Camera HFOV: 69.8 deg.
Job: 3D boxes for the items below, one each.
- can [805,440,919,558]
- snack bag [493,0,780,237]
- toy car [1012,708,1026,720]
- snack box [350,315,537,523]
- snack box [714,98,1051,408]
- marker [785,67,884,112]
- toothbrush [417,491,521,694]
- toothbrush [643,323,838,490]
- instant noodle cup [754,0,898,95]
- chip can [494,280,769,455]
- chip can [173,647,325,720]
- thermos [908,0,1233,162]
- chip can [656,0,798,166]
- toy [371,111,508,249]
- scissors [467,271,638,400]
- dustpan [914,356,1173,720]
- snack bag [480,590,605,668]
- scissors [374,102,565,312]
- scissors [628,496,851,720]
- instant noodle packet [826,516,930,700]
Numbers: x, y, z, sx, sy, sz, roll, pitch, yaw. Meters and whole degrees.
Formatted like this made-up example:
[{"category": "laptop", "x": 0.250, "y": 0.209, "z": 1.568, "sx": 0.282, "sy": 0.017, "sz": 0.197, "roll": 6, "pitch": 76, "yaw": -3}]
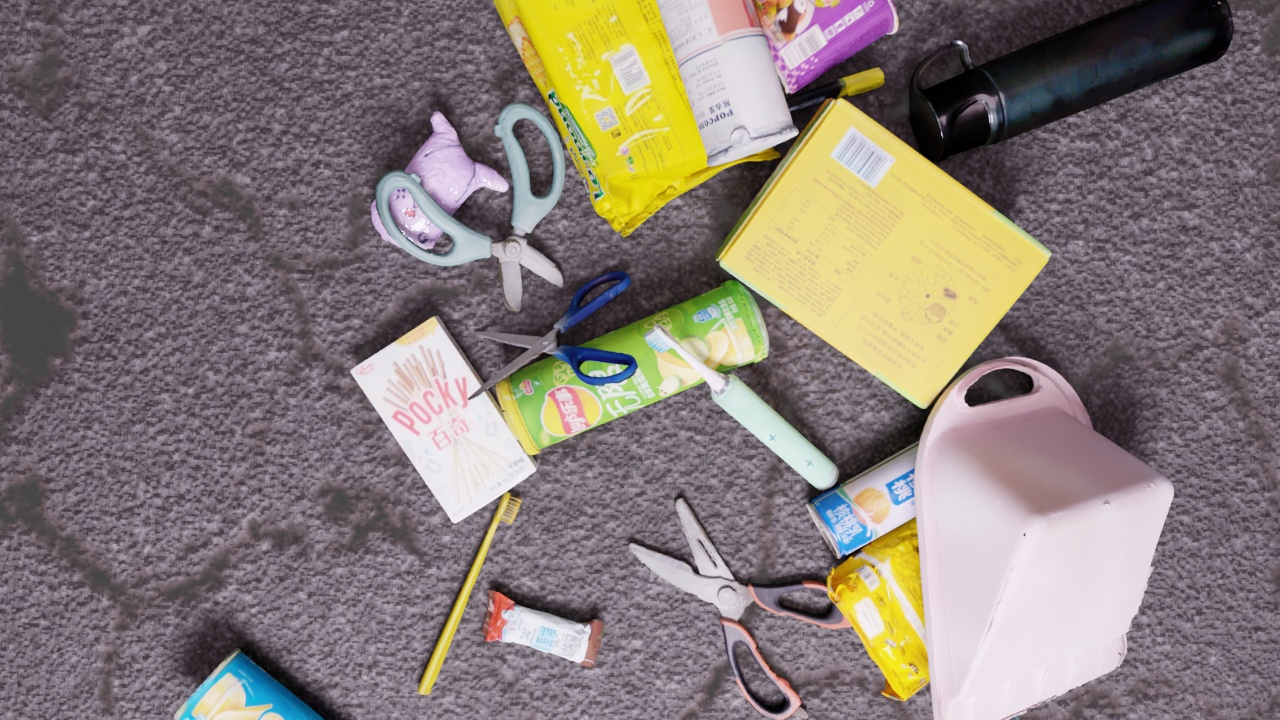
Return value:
[{"category": "can", "x": 0.211, "y": 0.111, "z": 0.772, "sx": 0.134, "sy": 0.053, "sz": 0.053, "roll": -29, "pitch": 94, "yaw": 1}, {"category": "snack bag", "x": -0.008, "y": -0.240, "z": 0.736, "sx": 0.158, "sy": 0.068, "sz": 0.246, "roll": -27, "pitch": 95, "yaw": 1}, {"category": "toy car", "x": 0.320, "y": 0.263, "z": 0.793, "sx": 0.034, "sy": 0.042, "sz": 0.090, "roll": 0, "pitch": 91, "yaw": 26}, {"category": "snack box", "x": -0.164, "y": 0.049, "z": 0.773, "sx": 0.085, "sy": 0.027, "sz": 0.157, "roll": -33, "pitch": 95, "yaw": 1}, {"category": "snack box", "x": 0.188, "y": -0.085, "z": 0.736, "sx": 0.210, "sy": 0.070, "sz": 0.158, "roll": 34, "pitch": 104, "yaw": -5}, {"category": "marker", "x": 0.149, "y": -0.215, "z": 0.745, "sx": 0.124, "sy": 0.018, "sz": 0.015, "roll": -23, "pitch": 72, "yaw": -22}, {"category": "toothbrush", "x": -0.147, "y": 0.201, "z": 0.789, "sx": 0.016, "sy": 0.015, "sz": 0.190, "roll": 24, "pitch": 93, "yaw": -9}, {"category": "toothbrush", "x": 0.086, "y": 0.039, "z": 0.734, "sx": 0.027, "sy": 0.026, "sz": 0.224, "roll": -37, "pitch": 121, "yaw": 23}, {"category": "instant noodle cup", "x": 0.129, "y": -0.272, "z": 0.723, "sx": 0.099, "sy": 0.111, "sz": 0.111, "roll": -38, "pitch": 94, "yaw": 11}, {"category": "chip can", "x": -0.004, "y": 0.004, "z": 0.750, "sx": 0.221, "sy": 0.072, "sz": 0.072, "roll": -22, "pitch": 94, "yaw": 0}, {"category": "chip can", "x": -0.281, "y": 0.334, "z": 0.767, "sx": 0.210, "sy": 0.071, "sz": 0.071, "roll": 42, "pitch": 92, "yaw": -3}, {"category": "thermos", "x": 0.340, "y": -0.242, "z": 0.742, "sx": 0.242, "sy": 0.068, "sz": 0.090, "roll": -20, "pitch": 99, "yaw": 0}, {"category": "chip can", "x": 0.048, "y": -0.256, "z": 0.667, "sx": 0.071, "sy": 0.071, "sz": 0.215, "roll": -19, "pitch": 96, "yaw": 0}, {"category": "toy", "x": -0.172, "y": -0.136, "z": 0.753, "sx": 0.084, "sy": 0.039, "sz": 0.108, "roll": 43, "pitch": 91, "yaw": -12}, {"category": "scissors", "x": -0.065, "y": -0.019, "z": 0.737, "sx": 0.162, "sy": 0.173, "sz": 0.012, "roll": -54, "pitch": 138, "yaw": -31}, {"category": "dustpan", "x": 0.312, "y": 0.146, "z": 0.759, "sx": 0.222, "sy": 0.139, "sz": 0.274, "roll": -6, "pitch": 119, "yaw": -28}, {"category": "snack bag", "x": -0.084, "y": 0.231, "z": 0.787, "sx": 0.104, "sy": 0.026, "sz": 0.048, "roll": 13, "pitch": 100, "yaw": -3}, {"category": "scissors", "x": -0.135, "y": -0.120, "z": 0.739, "sx": 0.181, "sy": 0.019, "sz": 0.170, "roll": -5, "pitch": 108, "yaw": -19}, {"category": "scissors", "x": 0.093, "y": 0.217, "z": 0.797, "sx": 0.226, "sy": 0.015, "sz": 0.189, "roll": 5, "pitch": 94, "yaw": -1}, {"category": "instant noodle packet", "x": 0.222, "y": 0.208, "z": 0.780, "sx": 0.110, "sy": 0.044, "sz": 0.128, "roll": -33, "pitch": 97, "yaw": -13}]
